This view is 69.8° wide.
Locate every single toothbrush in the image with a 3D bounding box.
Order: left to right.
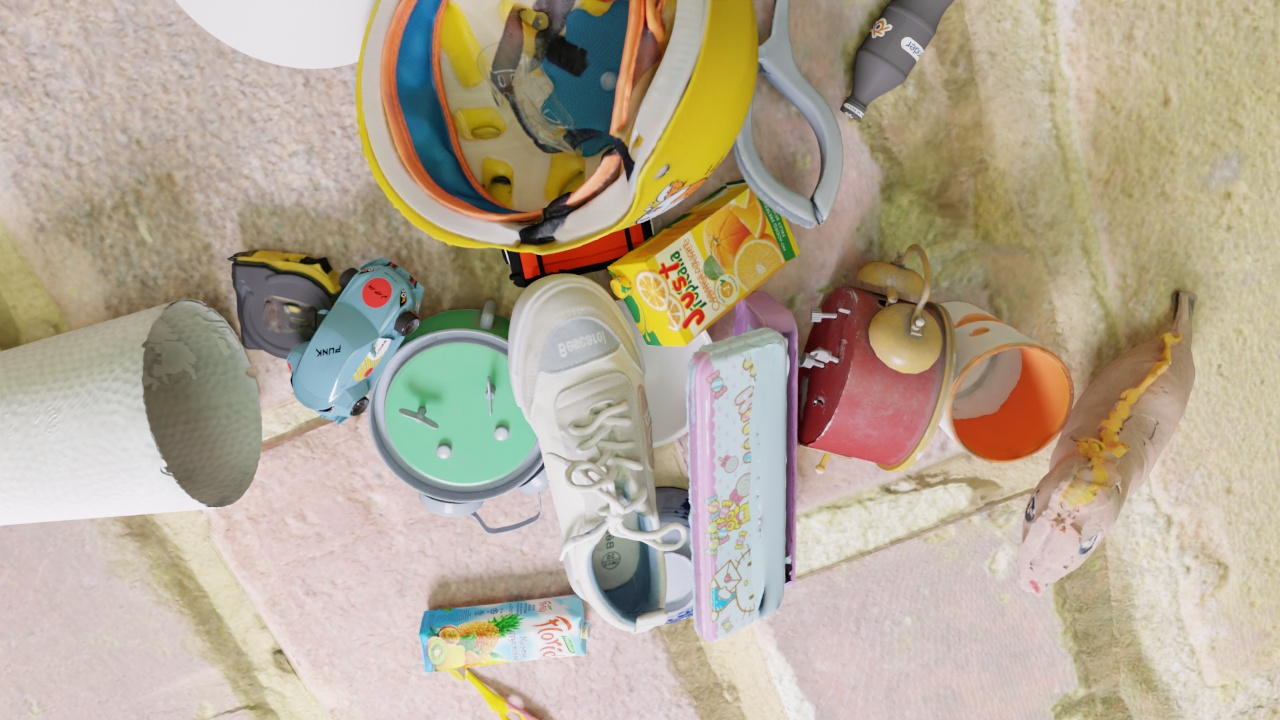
[{"bbox_3d":[-0.109,0.283,0.743,0.021,0.016,0.135,-43,107,6],"label":"toothbrush"}]

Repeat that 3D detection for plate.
[{"bbox_3d":[-0.194,-0.255,0.516,0.173,0.036,0.174,-5,108,-15],"label":"plate"}]

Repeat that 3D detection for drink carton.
[{"bbox_3d":[-0.103,0.208,0.705,0.129,0.038,0.044,-6,110,-3],"label":"drink carton"},{"bbox_3d":[0.040,-0.062,0.586,0.122,0.041,0.058,-38,112,-28],"label":"drink carton"}]

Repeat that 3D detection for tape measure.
[{"bbox_3d":[-0.230,-0.036,0.607,0.072,0.042,0.071,-1,106,-7],"label":"tape measure"}]

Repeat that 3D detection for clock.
[{"bbox_3d":[-0.112,0.048,0.627,0.122,0.075,0.162,-18,109,1],"label":"clock"},{"bbox_3d":[0.148,-0.004,0.604,0.081,0.116,0.159,14,127,-6],"label":"clock"}]

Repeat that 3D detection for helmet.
[{"bbox_3d":[-0.035,-0.165,0.520,0.241,0.139,0.209,-17,88,38],"label":"helmet"}]

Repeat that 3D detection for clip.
[{"bbox_3d":[0.072,-0.158,0.569,0.090,0.027,0.162,-12,86,1],"label":"clip"}]

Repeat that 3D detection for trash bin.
[{"bbox_3d":[-0.350,0.041,0.583,0.161,0.133,0.133,-10,110,4],"label":"trash bin"}]

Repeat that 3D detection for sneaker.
[{"bbox_3d":[-0.019,0.064,0.578,0.089,0.091,0.242,-18,114,-20],"label":"sneaker"}]

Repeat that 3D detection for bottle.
[{"bbox_3d":[0.163,-0.204,0.580,0.036,0.036,0.110,29,105,-14],"label":"bottle"}]

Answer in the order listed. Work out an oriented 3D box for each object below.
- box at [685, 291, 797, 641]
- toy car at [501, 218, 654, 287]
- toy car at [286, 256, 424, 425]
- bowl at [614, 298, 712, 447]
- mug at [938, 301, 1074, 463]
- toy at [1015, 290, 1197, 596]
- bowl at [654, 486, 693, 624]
[{"bbox_3d":[0.075,0.072,0.616,0.062,0.139,0.214,6,115,22],"label":"box"},{"bbox_3d":[-0.042,-0.081,0.601,0.100,0.048,0.051,-12,109,0],"label":"toy car"},{"bbox_3d":[-0.182,-0.013,0.572,0.060,0.027,0.108,37,98,13],"label":"toy car"},{"bbox_3d":[-0.004,0.004,0.639,0.110,0.040,0.110,-2,110,-5],"label":"bowl"},{"bbox_3d":[0.230,0.011,0.626,0.082,0.105,0.082,-1,110,-4],"label":"mug"},{"bbox_3d":[0.305,0.042,0.590,0.065,0.263,0.196,25,104,29],"label":"toy"},{"bbox_3d":[0.017,0.157,0.693,0.114,0.045,0.114,-1,110,-4],"label":"bowl"}]
